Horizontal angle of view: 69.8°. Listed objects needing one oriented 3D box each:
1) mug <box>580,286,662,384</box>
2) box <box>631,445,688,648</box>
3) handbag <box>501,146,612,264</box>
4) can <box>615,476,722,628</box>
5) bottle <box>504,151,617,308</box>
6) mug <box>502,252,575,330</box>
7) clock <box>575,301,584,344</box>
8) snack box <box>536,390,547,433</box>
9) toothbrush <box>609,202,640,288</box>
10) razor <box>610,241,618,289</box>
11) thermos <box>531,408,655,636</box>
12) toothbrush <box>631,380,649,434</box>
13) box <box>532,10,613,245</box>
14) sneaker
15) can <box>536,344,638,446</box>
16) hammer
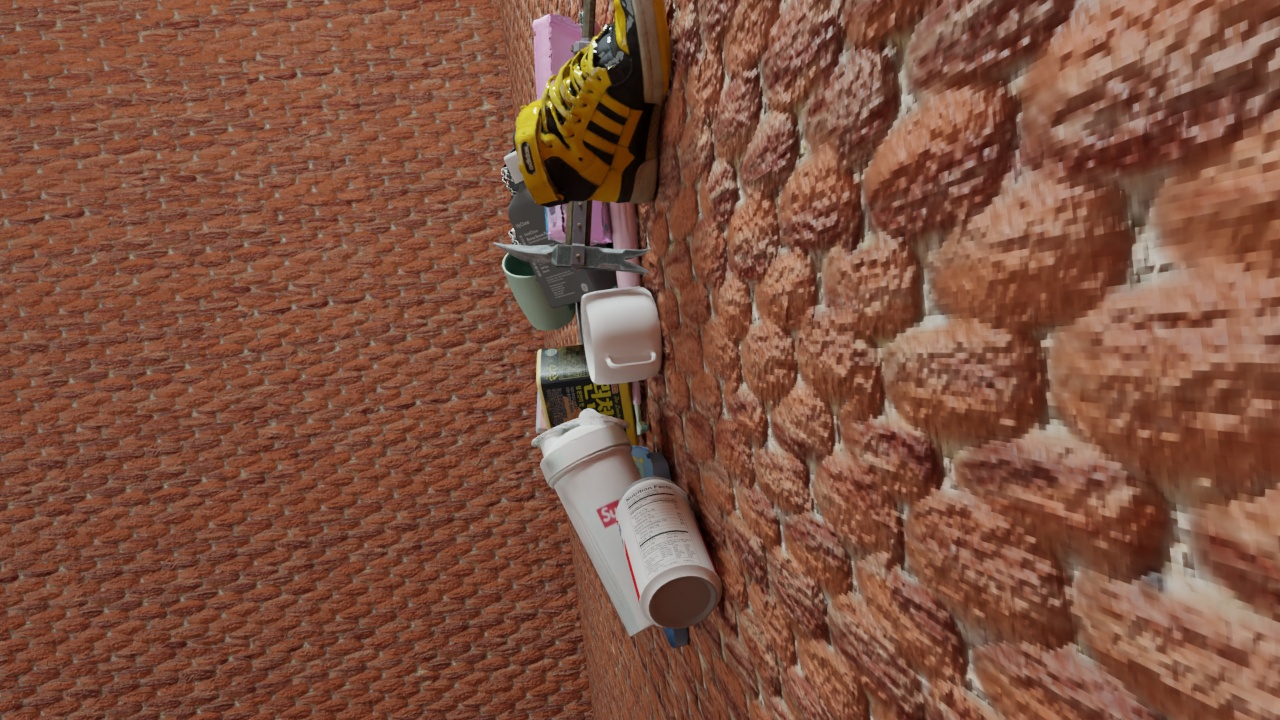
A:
[{"bbox_3d":[-0.017,-0.020,0.902,0.115,0.068,0.094,-114,18,-61],"label":"mug"},{"bbox_3d":[0.013,0.197,0.995,0.125,0.043,0.209,10,108,59],"label":"box"},{"bbox_3d":[-0.102,-0.171,1.070,0.114,0.125,0.154,-71,-18,-51],"label":"handbag"},{"bbox_3d":[0.022,0.166,0.805,0.132,0.070,0.070,-112,17,-58],"label":"can"},{"bbox_3d":[-0.095,-0.148,1.000,0.084,0.046,0.174,-10,111,44],"label":"bottle"},{"bbox_3d":[-0.123,-0.107,1.220,0.104,0.084,0.111,74,-152,-43],"label":"mug"},{"bbox_3d":[-0.057,-0.056,1.209,0.123,0.045,0.159,91,169,-46],"label":"clock"},{"bbox_3d":[-0.086,0.057,1.188,0.093,0.094,0.079,135,137,-79],"label":"snack box"},{"bbox_3d":[-0.015,-0.104,0.948,0.027,0.027,0.223,16,117,44],"label":"toothbrush"},{"bbox_3d":[-0.028,-0.108,1.065,0.042,0.022,0.144,35,141,25],"label":"razor"},{"bbox_3d":[-0.022,0.157,0.919,0.220,0.099,0.099,63,166,16],"label":"thermos"},{"bbox_3d":[-0.006,0.006,1.029,0.022,0.015,0.155,-11,-85,-67],"label":"toothbrush"},{"bbox_3d":[-0.053,-0.237,0.938,0.071,0.084,0.230,-6,87,43],"label":"box"},{"bbox_3d":[-0.045,-0.212,0.744,0.239,0.122,0.086,94,164,-58],"label":"sneaker"},{"bbox_3d":[-0.061,0.044,1.070,0.072,0.101,0.131,-95,-2,-51],"label":"can"},{"bbox_3d":[-0.058,-0.245,0.879,0.028,0.147,0.317,180,93,-81],"label":"hammer"}]
